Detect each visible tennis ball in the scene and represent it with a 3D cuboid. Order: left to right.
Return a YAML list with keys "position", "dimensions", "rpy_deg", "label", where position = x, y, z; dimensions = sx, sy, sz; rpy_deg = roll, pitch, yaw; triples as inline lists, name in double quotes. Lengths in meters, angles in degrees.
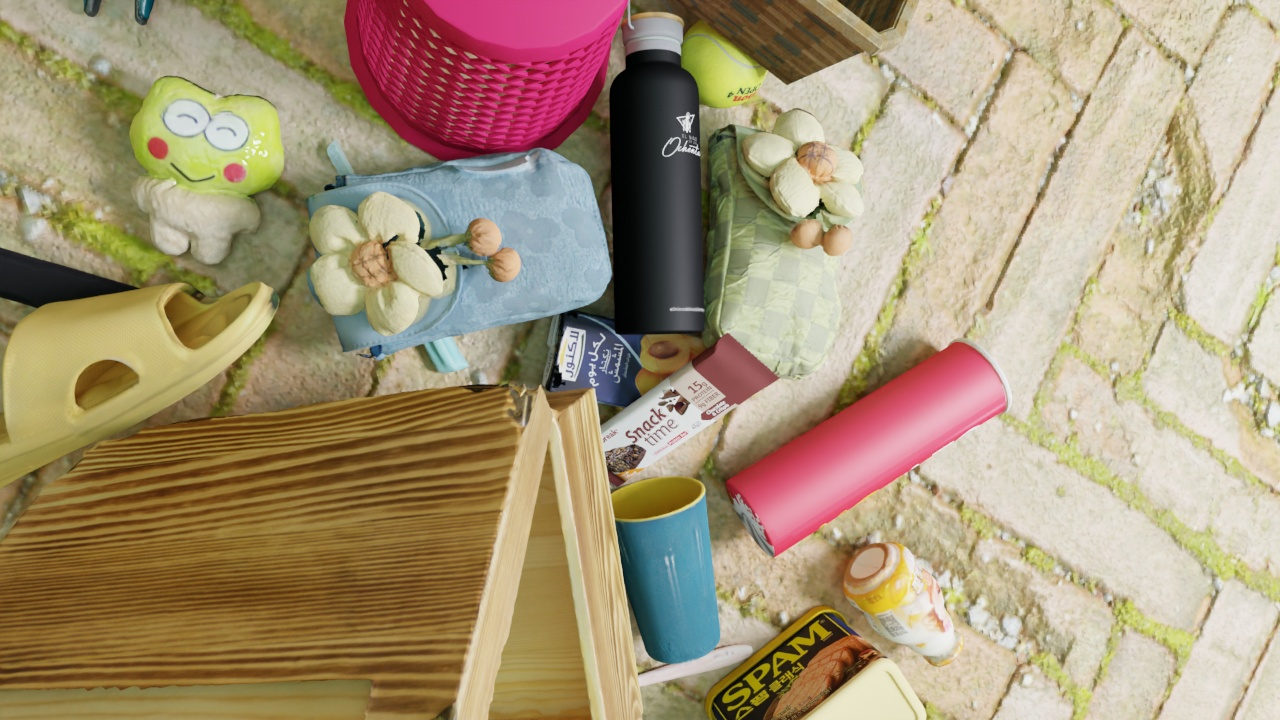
- position: [0.059, -0.214, 0.655]
  dimensions: [0.065, 0.065, 0.065]
  rpy_deg: [-1, 96, -14]
  label: "tennis ball"

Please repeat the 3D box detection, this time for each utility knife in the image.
- position: [-0.171, -0.069, 0.638]
  dimensions: [0.022, 0.016, 0.179]
  rpy_deg: [-29, 103, -11]
  label: "utility knife"

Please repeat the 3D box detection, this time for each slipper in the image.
- position: [-0.344, 0.007, 0.550]
  dimensions: [0.263, 0.099, 0.078]
  rpy_deg: [-29, 113, 1]
  label: "slipper"

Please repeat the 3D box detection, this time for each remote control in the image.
- position: [-0.388, -0.049, 0.587]
  dimensions: [0.136, 0.015, 0.032]
  rpy_deg: [18, 91, -15]
  label: "remote control"

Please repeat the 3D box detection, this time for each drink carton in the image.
- position: [-0.004, 0.004, 0.674]
  dimensions: [0.130, 0.040, 0.064]
  rpy_deg: [11, 92, -15]
  label: "drink carton"

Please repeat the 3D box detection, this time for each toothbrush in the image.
- position: [0.004, 0.249, 0.712]
  dimensions: [0.181, 0.018, 0.016]
  rpy_deg: [-12, 98, -13]
  label: "toothbrush"

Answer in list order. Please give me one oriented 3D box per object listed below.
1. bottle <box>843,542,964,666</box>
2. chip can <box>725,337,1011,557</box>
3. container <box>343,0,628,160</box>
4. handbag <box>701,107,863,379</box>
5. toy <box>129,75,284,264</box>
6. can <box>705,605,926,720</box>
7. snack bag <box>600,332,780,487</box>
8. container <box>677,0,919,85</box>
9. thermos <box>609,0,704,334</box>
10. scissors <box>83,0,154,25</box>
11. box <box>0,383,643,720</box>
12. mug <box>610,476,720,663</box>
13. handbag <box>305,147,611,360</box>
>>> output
- position: [0.213, 0.197, 0.735]
  dimensions: [0.063, 0.063, 0.108]
  rpy_deg: [-45, 104, -6]
  label: "bottle"
- position: [0.175, 0.066, 0.710]
  dimensions: [0.220, 0.069, 0.069]
  rpy_deg: [-30, 102, -9]
  label: "chip can"
- position: [-0.085, -0.219, 0.536]
  dimensions: [0.183, 0.226, 0.183]
  rpy_deg: [-1, 96, -14]
  label: "container"
- position: [0.106, -0.084, 0.645]
  dimensions: [0.113, 0.117, 0.186]
  rpy_deg: [8, 77, -17]
  label: "handbag"
- position: [-0.282, -0.120, 0.592]
  dimensions: [0.092, 0.046, 0.115]
  rpy_deg: [12, 100, -18]
  label: "toy"
- position: [0.132, 0.267, 0.699]
  dimensions: [0.135, 0.104, 0.075]
  rpy_deg: [-35, 102, -8]
  label: "can"
- position: [0.020, 0.040, 0.651]
  dimensions: [0.158, 0.013, 0.057]
  rpy_deg: [-36, 120, 26]
  label: "snack bag"
- position: [0.140, -0.317, 0.572]
  dimensions: [0.157, 0.187, 0.249]
  rpy_deg: [33, 67, -15]
  label: "container"
- position: [0.010, -0.134, 0.621]
  dimensions: [0.061, 0.061, 0.231]
  rpy_deg: [-2, 91, -14]
  label: "thermos"
- position: [-0.316, -0.283, 0.579]
  dimensions: [0.128, 0.019, 0.140]
  rpy_deg: [-35, 95, -2]
  label: "scissors"
- position: [-0.174, 0.134, 0.467]
  dimensions: [0.279, 0.314, 0.282]
  rpy_deg: [-7, 95, 13]
  label: "box"
- position: [0.020, 0.156, 0.681]
  dimensions: [0.078, 0.078, 0.121]
  rpy_deg: [-15, 104, -12]
  label: "mug"
- position: [-0.114, -0.071, 0.591]
  dimensions: [0.191, 0.119, 0.122]
  rpy_deg: [-11, 95, -11]
  label: "handbag"
